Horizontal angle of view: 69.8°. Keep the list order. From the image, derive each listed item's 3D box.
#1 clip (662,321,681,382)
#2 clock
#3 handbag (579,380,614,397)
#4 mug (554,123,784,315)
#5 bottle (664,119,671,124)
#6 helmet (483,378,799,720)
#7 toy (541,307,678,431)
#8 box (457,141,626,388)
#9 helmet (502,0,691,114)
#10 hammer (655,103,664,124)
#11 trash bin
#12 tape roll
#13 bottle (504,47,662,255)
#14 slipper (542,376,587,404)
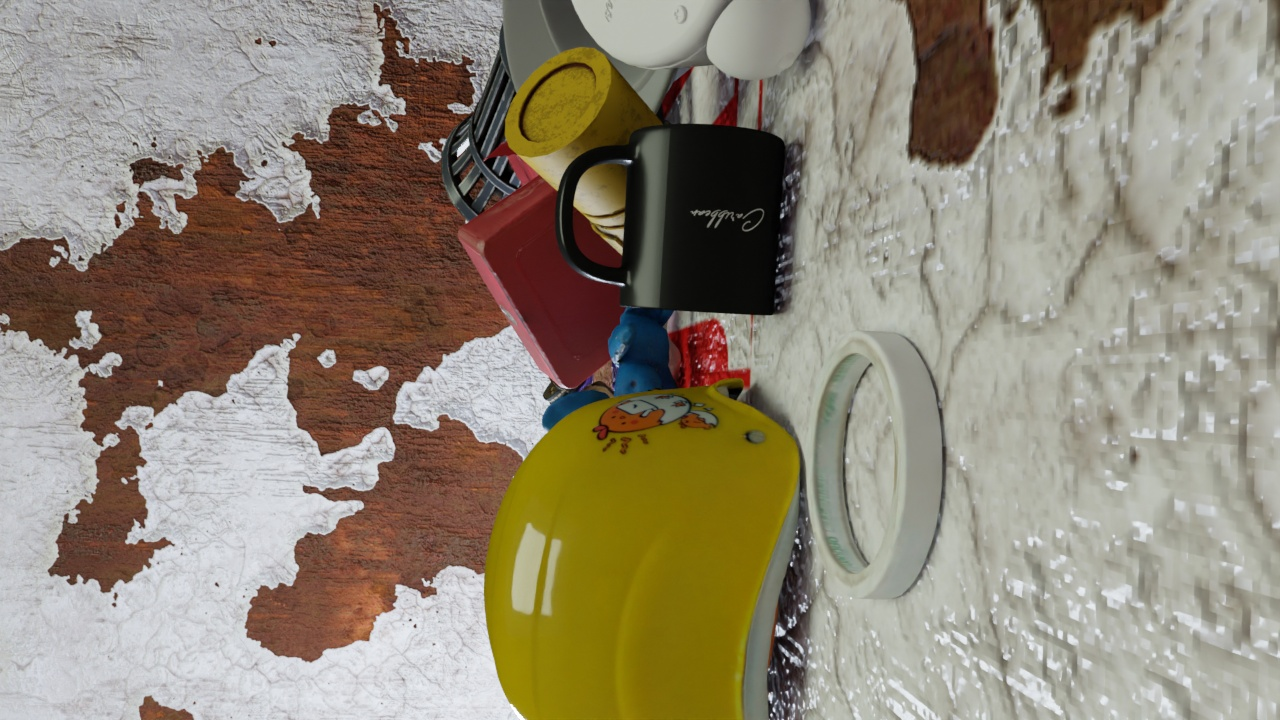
[{"bbox_3d":[0.002,0.050,0.741,0.142,0.073,0.125,-81,-2,-47],"label":"clip"},{"bbox_3d":[0.014,-0.206,0.443,0.161,0.072,0.125,32,127,38],"label":"clock"},{"bbox_3d":[-0.045,0.097,0.957,0.111,0.081,0.119,120,158,-45],"label":"handbag"},{"bbox_3d":[0.014,-0.070,0.460,0.078,0.113,0.088,-162,75,-73],"label":"mug"},{"bbox_3d":[0.008,-0.193,0.828,0.110,0.036,0.036,-146,59,-81],"label":"bottle"},{"bbox_3d":[-0.013,0.110,0.494,0.240,0.139,0.209,-133,46,-80],"label":"helmet"},{"bbox_3d":[-0.004,0.004,0.651,0.071,0.112,0.176,146,137,-63],"label":"toy"},{"bbox_3d":[-0.068,-0.082,0.756,0.167,0.154,0.157,-59,-47,-39],"label":"box"},{"bbox_3d":[0.009,-0.258,0.583,0.183,0.117,0.272,42,137,31],"label":"helmet"},{"bbox_3d":[-0.006,-0.256,0.751,0.025,0.117,0.332,115,151,-64],"label":"hammer"},{"bbox_3d":[-0.086,-0.233,0.869,0.228,0.164,0.164,138,136,-61],"label":"trash bin"},{"bbox_3d":[0.079,0.036,0.320,0.093,0.013,0.093,-179,91,-82],"label":"tape roll"},{"bbox_3d":[-0.002,-0.102,0.542,0.163,0.071,0.071,37,-137,-49],"label":"bottle"},{"bbox_3d":[-0.059,-0.074,0.943,0.113,0.075,0.268,-93,23,-70],"label":"slipper"}]
